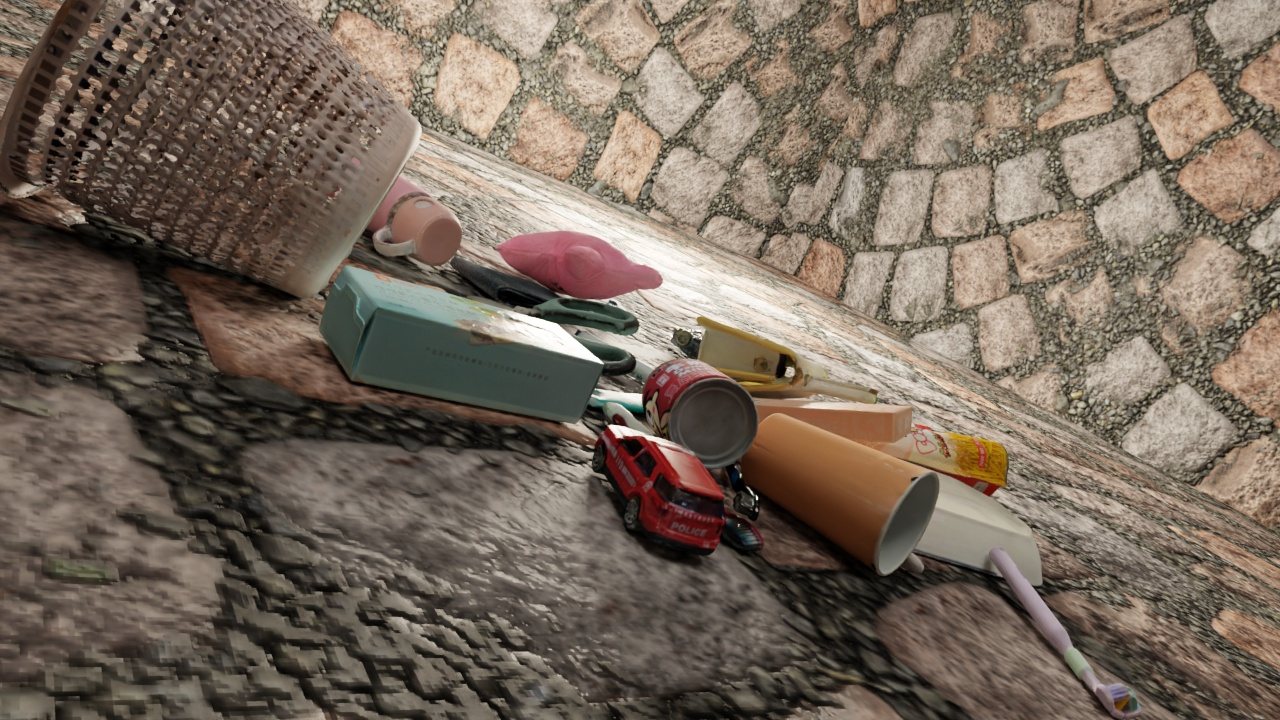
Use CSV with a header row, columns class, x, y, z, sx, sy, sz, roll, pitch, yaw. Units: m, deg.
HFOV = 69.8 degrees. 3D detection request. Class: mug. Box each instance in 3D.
class,x,y,z,sx,sy,sz,roll,pitch,yaw
mug,0.136,0.088,0.648,0.123,0.078,0.078,27,11,36

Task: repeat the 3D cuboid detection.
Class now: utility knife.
class,x,y,z,sx,sy,sz,roll,pitch,yaw
utility knife,0.014,0.036,0.767,0.029,0.013,0.209,40,18,35

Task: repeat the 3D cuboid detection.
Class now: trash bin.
class,x,y,z,sx,sy,sz,roll,pitch,yaw
trash bin,-0.266,-0.153,0.615,0.192,0.227,0.227,33,8,-20

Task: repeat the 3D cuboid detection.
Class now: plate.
class,x,y,z,sx,sy,sz,roll,pitch,yaw
plate,0.236,0.120,0.786,0.265,0.034,0.162,19,13,-23

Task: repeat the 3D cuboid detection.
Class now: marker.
class,x,y,z,sx,sy,sz,roll,pitch,yaw
marker,-0.005,0.005,0.844,0.131,0.023,0.018,29,12,15

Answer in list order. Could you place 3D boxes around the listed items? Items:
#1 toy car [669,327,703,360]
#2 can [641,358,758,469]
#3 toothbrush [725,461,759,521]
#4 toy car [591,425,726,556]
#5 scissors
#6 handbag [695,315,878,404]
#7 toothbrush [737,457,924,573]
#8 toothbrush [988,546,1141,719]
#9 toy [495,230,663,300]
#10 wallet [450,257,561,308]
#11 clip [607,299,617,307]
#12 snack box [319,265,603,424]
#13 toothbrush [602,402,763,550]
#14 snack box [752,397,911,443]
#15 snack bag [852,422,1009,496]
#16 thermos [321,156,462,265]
class,x,y,z,sx,sy,sz,roll,pitch,yaw
toy car,0.081,-0.007,1.041,0.105,0.031,0.048,27,12,21
can,0.040,0.036,0.672,0.066,0.066,0.094,21,5,-16
toothbrush,0.064,0.080,0.634,0.016,0.014,0.189,17,6,-2
toy car,0.011,0.070,0.543,0.053,0.045,0.120,20,11,-27
scissors,-0.074,-0.025,0.815,0.177,0.019,0.169,6,28,-23
handbag,0.142,0.017,0.905,0.179,0.063,0.163,18,2,20
toothbrush,0.135,0.105,0.691,0.180,0.016,0.016,32,43,32
toothbrush,0.286,0.180,0.641,0.029,0.021,0.189,29,14,-12
toy,-0.088,-0.112,1.048,0.178,0.074,0.195,12,1,-32
wallet,-0.127,-0.074,0.960,0.120,0.019,0.097,15,14,-44
clip,-0.035,-0.049,1.027,0.014,0.048,0.057,24,16,-9
snack box,-0.115,-0.008,0.608,0.174,0.052,0.074,15,16,-39
toothbrush,0.020,0.073,0.616,0.017,0.016,0.187,3,23,-36
snack box,0.148,0.049,0.793,0.157,0.026,0.084,3,2,25
snack bag,0.251,0.086,0.916,0.208,0.073,0.128,18,7,-6
thermos,-0.266,-0.155,0.944,0.087,0.067,0.199,-26,45,-33
